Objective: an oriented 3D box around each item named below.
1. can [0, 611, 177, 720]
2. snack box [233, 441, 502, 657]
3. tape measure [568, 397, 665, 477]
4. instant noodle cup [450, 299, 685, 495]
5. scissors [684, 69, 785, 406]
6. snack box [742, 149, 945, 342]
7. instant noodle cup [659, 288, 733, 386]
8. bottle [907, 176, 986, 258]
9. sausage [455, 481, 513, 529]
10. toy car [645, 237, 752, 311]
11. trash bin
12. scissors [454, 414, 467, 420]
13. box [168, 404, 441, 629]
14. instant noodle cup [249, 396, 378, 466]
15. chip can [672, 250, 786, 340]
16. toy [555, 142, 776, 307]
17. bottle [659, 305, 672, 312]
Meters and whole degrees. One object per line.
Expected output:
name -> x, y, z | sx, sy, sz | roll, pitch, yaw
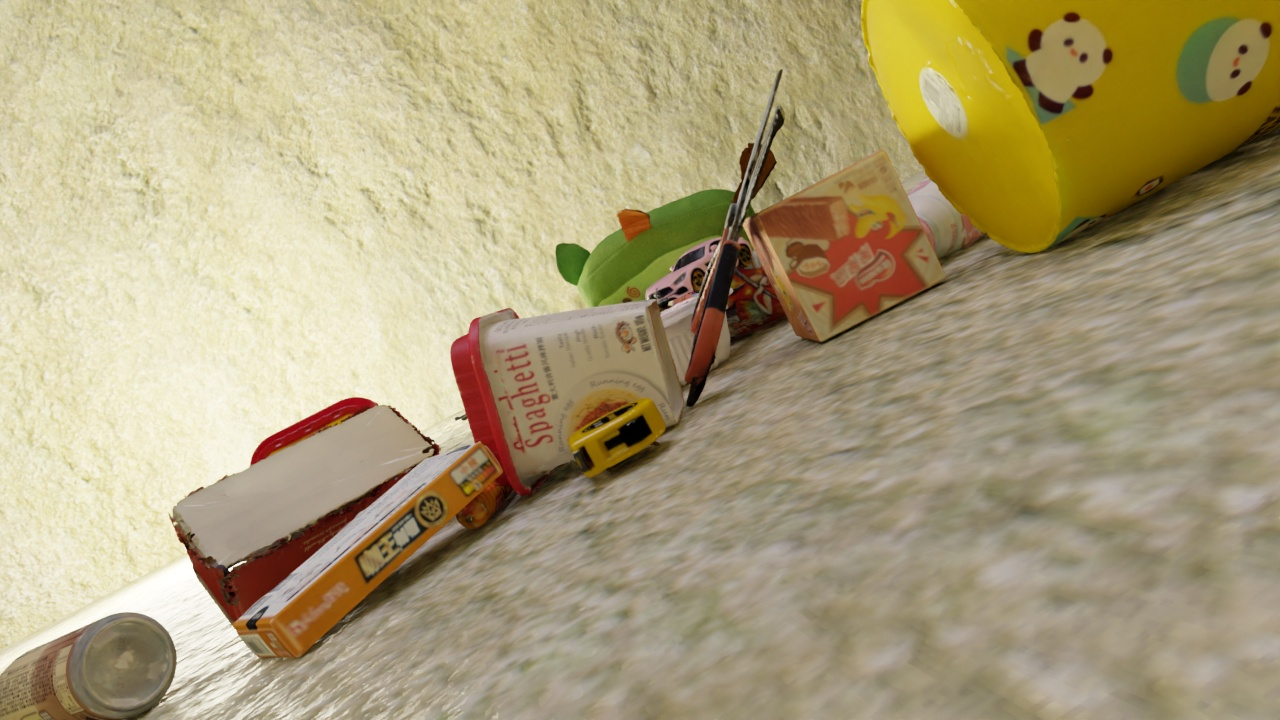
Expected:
can -> -0.329, 0.189, 0.542 | 0.117, 0.058, 0.058 | -24, 5, 32
snack box -> -0.152, 0.104, 0.521 | 0.075, 0.026, 0.153 | -21, 17, 50
tape measure -> -0.013, 0.045, 0.519 | 0.057, 0.029, 0.060 | -28, 4, -6
instant noodle cup -> -0.042, 0.014, 0.596 | 0.124, 0.116, 0.116 | -15, 6, 9
scissors -> 0.059, -0.074, 0.608 | 0.015, 0.227, 0.189 | 15, -2, -1
snack box -> 0.134, -0.075, 0.619 | 0.093, 0.094, 0.077 | -27, 4, 1
instant noodle cup -> -0.004, 0.004, 0.757 | 0.173, 0.060, 0.138 | -30, 5, -18
bottle -> 0.252, -0.126, 0.719 | 0.196, 0.068, 0.068 | -34, 7, -35
sausage -> -0.096, 0.083, 0.620 | 0.021, 0.021, 0.165 | -27, 5, 8
toy car -> 0.048, -0.076, 0.771 | 0.056, 0.037, 0.122 | -25, 6, 44
trash bin -> 0.283, -0.204, 0.514 | 0.255, 0.229, 0.229 | -33, 4, 3
scissors -> -0.094, 0.015, 0.951 | 0.234, 0.021, 0.160 | -25, 5, -7
box -> -0.225, 0.096, 0.633 | 0.167, 0.080, 0.091 | -30, 46, -34
instant noodle cup -> -0.247, 0.105, 0.776 | 0.116, 0.116, 0.124 | -28, -7, -10
chip can -> 0.128, -0.074, 0.813 | 0.215, 0.071, 0.071 | -24, 5, 41
toy -> 0.042, -0.110, 0.917 | 0.247, 0.090, 0.227 | -25, -30, 17
bottle -> 0.007, -0.013, 0.898 | 0.058, 0.057, 0.174 | -23, 6, 44
